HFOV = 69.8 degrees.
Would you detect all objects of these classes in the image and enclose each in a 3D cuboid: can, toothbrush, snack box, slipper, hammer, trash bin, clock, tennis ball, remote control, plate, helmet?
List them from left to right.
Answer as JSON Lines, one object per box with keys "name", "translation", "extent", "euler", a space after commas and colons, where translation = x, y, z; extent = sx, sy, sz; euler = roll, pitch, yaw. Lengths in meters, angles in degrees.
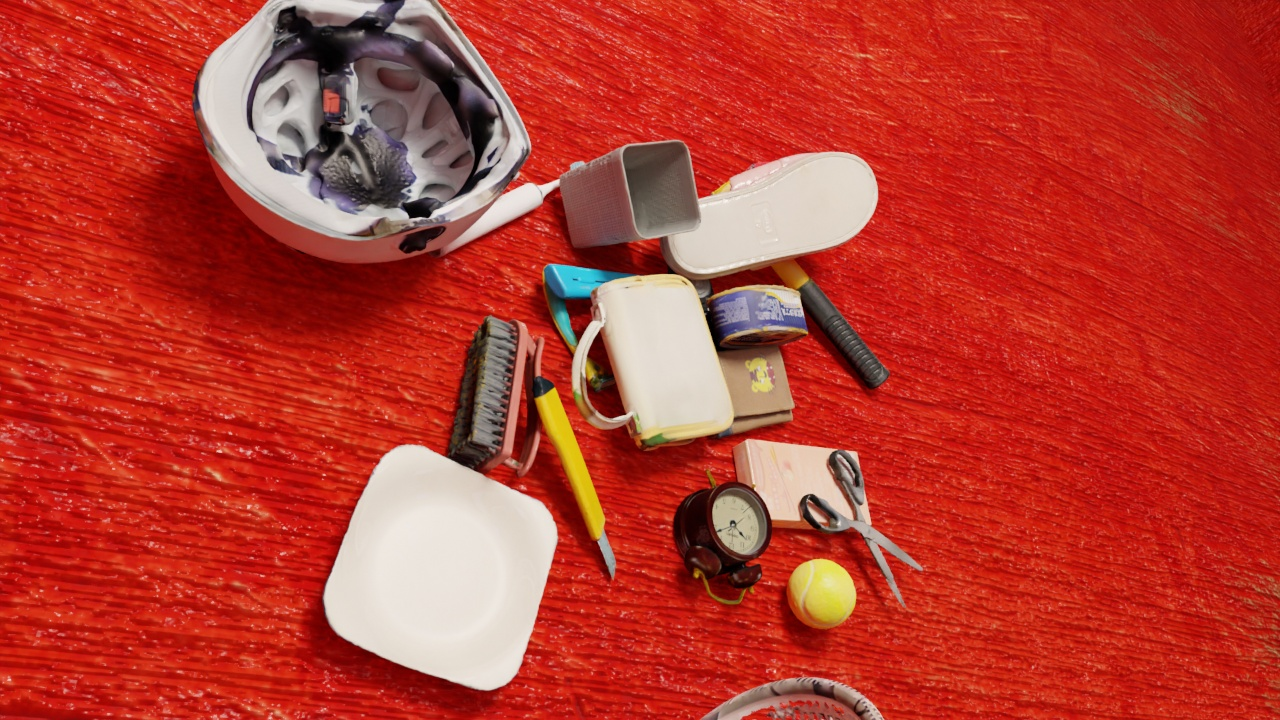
{"name": "helmet", "translation": [-0.235, -0.176, 0.766], "extent": [0.257, 0.146, 0.229], "euler": [-35, 87, -33]}
{"name": "plate", "translation": [-0.154, 0.161, 0.714], "extent": [0.164, 0.034, 0.163], "euler": [29, 53, -19]}
{"name": "toothbrush", "translation": [-0.125, -0.154, 0.908], "extent": [0.220, 0.027, 0.026], "euler": [-37, 128, -41]}
{"name": "remote control", "translation": [0.057, -0.066, 0.986], "extent": [0.053, 0.024, 0.136], "euler": [-4, 73, -37]}
{"name": "clock", "translation": [0.078, 0.167, 0.857], "extent": [0.082, 0.055, 0.121], "euler": [21, 58, -25]}
{"name": "can", "translation": [0.127, -0.045, 0.976], "extent": [0.148, 0.075, 0.049], "euler": [1, 74, -57]}
{"name": "slipper", "translation": [0.141, -0.157, 1.009], "extent": [0.274, 0.054, 0.114], "euler": [-22, 95, -19]}
{"name": "hammer", "translation": [0.188, -0.087, 1.067], "extent": [0.128, 0.033, 0.301], "euler": [-43, 100, -13]}
{"name": "snack box", "translation": [0.170, 0.132, 0.958], "extent": [0.157, 0.026, 0.084], "euler": [9, 62, -30]}
{"name": "trash bin", "translation": [0.128, 0.389, 0.687], "extent": [0.192, 0.228, 0.226], "euler": [56, 48, -14]}
{"name": "tennis ball", "translation": [0.174, 0.225, 0.886], "extent": [0.065, 0.066, 0.065], "euler": [16, 58, -27]}

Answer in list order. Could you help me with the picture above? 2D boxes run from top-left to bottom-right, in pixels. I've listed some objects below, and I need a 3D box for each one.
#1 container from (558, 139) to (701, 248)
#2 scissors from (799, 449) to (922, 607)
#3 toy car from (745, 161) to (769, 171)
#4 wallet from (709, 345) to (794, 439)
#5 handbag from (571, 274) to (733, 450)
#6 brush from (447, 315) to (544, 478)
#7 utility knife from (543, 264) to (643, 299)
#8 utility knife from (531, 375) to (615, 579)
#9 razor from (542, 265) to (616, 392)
{"name": "container", "translation": [-0.015, -0.161, 0.919], "extent": [0.090, 0.114, 0.090], "euler": [-16, 98, -39]}
{"name": "scissors", "translation": [0.231, 0.173, 0.956], "extent": [0.178, 0.014, 0.159], "euler": [15, 63, -31]}
{"name": "toy car", "translation": [0.170, -0.191, 1.121], "extent": [0.052, 0.045, 0.120], "euler": [-13, 72, -40]}
{"name": "wallet", "translation": [0.109, 0.031, 0.963], "extent": [0.115, 0.033, 0.090], "euler": [-7, 80, -39]}
{"name": "handbag", "translation": [-0.005, 0.005, 0.866], "extent": [0.178, 0.063, 0.163], "euler": [-6, 75, -46]}
{"name": "brush", "translation": [-0.117, 0.028, 0.794], "extent": [0.069, 0.063, 0.145], "euler": [23, 53, -28]}
{"name": "utility knife", "translation": [-0.033, -0.076, 0.917], "extent": [0.161, 0.018, 0.034], "euler": [-2, 68, -52]}
{"name": "utility knife", "translation": [-0.057, 0.102, 0.797], "extent": [0.192, 0.015, 0.033], "euler": [70, 23, -7]}
{"name": "razor", "translation": [-0.064, -0.031, 0.883], "extent": [0.043, 0.028, 0.132], "euler": [-21, 81, -59]}
